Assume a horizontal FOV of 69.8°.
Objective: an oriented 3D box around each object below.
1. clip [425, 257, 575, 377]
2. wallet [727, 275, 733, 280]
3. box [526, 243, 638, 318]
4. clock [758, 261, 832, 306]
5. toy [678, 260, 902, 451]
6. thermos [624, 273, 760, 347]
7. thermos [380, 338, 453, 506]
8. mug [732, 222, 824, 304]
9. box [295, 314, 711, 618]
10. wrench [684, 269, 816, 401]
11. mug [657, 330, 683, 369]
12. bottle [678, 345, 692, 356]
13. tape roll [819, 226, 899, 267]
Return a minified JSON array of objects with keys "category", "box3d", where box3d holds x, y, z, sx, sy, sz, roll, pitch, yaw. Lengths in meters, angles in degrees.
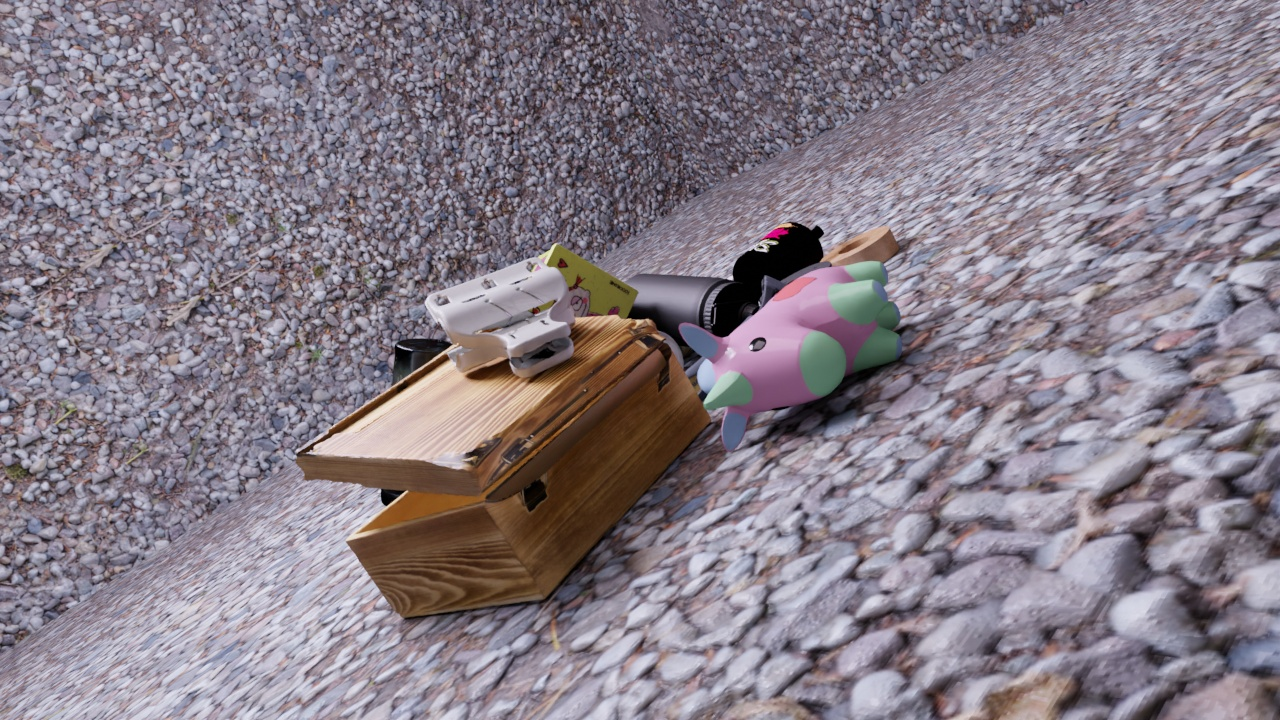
[{"category":"clip","box3d":[-0.114,-0.025,0.850,0.126,0.101,0.152,-26,51,-19]},{"category":"wallet","box3d":[0.106,-0.080,1.334,0.118,0.037,0.116,-42,15,-33]},{"category":"box","box3d":[-0.107,-0.010,1.079,0.220,0.124,0.079,-64,19,-16]},{"category":"clock","box3d":[0.184,-0.074,1.096,0.122,0.035,0.095,-35,11,-15]},{"category":"toy","box3d":[0.137,-0.020,0.803,0.171,0.120,0.221,-16,16,20]},{"category":"thermos","box3d":[0.062,-0.059,1.105,0.086,0.086,0.199,-36,26,-28]},{"category":"thermos","box3d":[-0.254,0.088,1.081,0.098,0.221,0.098,5,12,-1]},{"category":"mug","box3d":[0.190,-0.132,1.190,0.098,0.082,0.118,-40,-1,-40]},{"category":"box","box3d":[-0.114,0.073,0.846,0.252,0.192,0.278,-18,15,43]},{"category":"wrench","box3d":[0.109,-0.017,0.998,0.272,0.073,0.022,-42,-11,-22]},{"category":"mug","box3d":[-0.007,0.007,1.118,0.082,0.082,0.105,-36,13,-24]},{"category":"bottle","box3d":[0.052,-0.027,1.220,0.043,0.043,0.110,-19,15,47]},{"category":"tape roll","box3d":[0.271,-0.131,1.135,0.094,0.027,0.094,-30,11,6]}]
